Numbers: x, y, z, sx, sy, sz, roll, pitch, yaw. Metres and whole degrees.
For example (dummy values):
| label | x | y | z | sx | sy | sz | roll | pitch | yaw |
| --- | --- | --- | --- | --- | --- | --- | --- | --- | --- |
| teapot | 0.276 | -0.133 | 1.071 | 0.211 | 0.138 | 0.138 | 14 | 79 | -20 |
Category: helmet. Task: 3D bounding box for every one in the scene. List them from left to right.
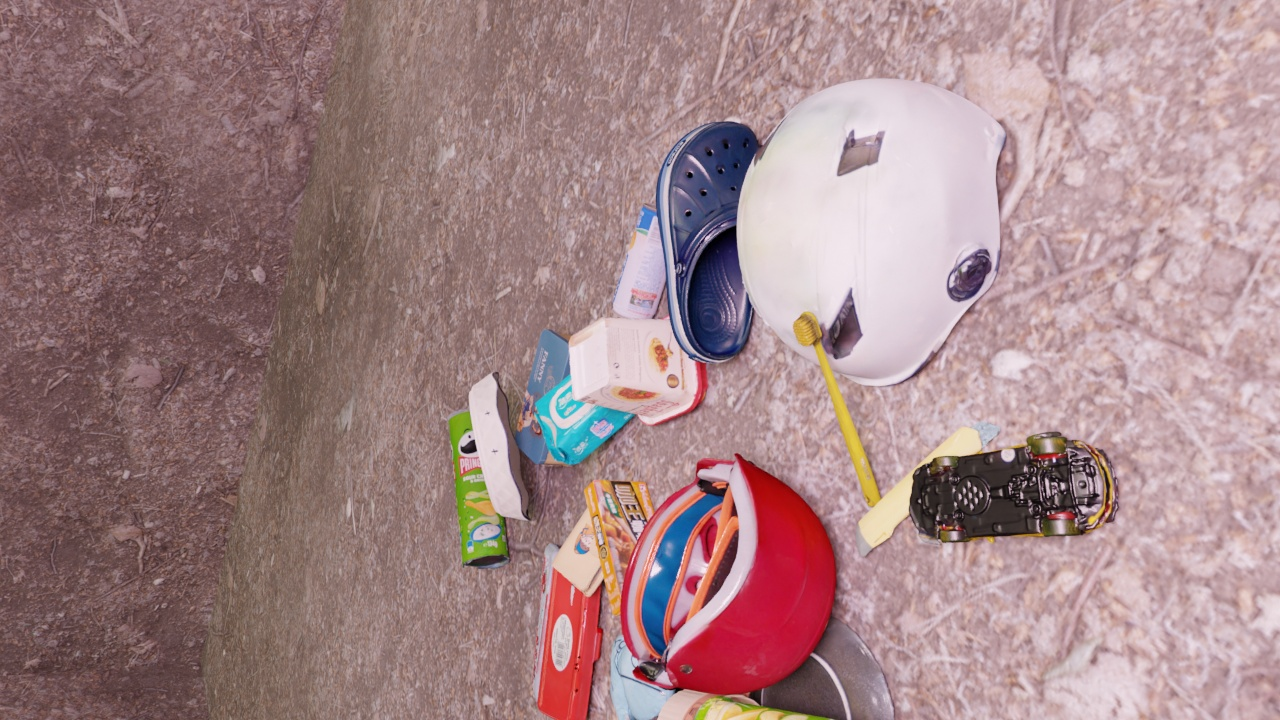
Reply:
| label | x | y | z | sx | sy | sz | roll | pitch | yaw |
| --- | --- | --- | --- | --- | --- | --- | --- | --- | --- |
| helmet | 0.084 | 0.204 | 0.829 | 0.241 | 0.144 | 0.206 | -36 | 32 | 66 |
| helmet | 0.166 | -0.112 | 0.763 | 0.229 | 0.145 | 0.259 | 27 | 107 | 55 |

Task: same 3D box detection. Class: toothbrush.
| label | x | y | z | sx | sy | sz | roll | pitch | yaw |
| --- | --- | --- | --- | --- | --- | --- | --- | --- | --- |
| toothbrush | 0.163 | 0.045 | 0.753 | 0.016 | 0.016 | 0.190 | 8 | 129 | 52 |

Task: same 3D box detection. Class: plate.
| label | x | y | z | sx | sy | sz | roll | pitch | yaw |
| --- | --- | --- | --- | --- | --- | --- | --- | --- | --- |
| plate | -0.192 | 0.120 | 1.250 | 0.205 | 0.045 | 0.205 | 167 | 91 | -85 |
| plate | 0.151 | 0.314 | 0.815 | 0.180 | 0.024 | 0.179 | -15 | 71 | 53 |

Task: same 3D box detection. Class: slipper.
| label | x | y | z | sx | sy | sz | roll | pitch | yaw |
| --- | --- | --- | --- | --- | --- | --- | --- | --- | --- |
| slipper | 0.078 | -0.124 | 0.928 | 0.095 | 0.105 | 0.252 | -1 | 86 | 63 |

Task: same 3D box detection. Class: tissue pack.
| label | x | y | z | sx | sy | sz | roll | pitch | yaw |
| --- | --- | --- | --- | --- | --- | --- | --- | --- | --- |
| tissue pack | -0.066 | 0.056 | 1.118 | 0.133 | 0.050 | 0.093 | -42 | 44 | 7 |

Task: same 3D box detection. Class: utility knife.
| label | x | y | z | sx | sy | sz | roll | pitch | yaw |
| --- | --- | --- | --- | --- | --- | --- | --- | --- | --- |
| utility knife | 0.227 | 0.103 | 0.747 | 0.167 | 0.018 | 0.031 | -57 | 46 | 35 |

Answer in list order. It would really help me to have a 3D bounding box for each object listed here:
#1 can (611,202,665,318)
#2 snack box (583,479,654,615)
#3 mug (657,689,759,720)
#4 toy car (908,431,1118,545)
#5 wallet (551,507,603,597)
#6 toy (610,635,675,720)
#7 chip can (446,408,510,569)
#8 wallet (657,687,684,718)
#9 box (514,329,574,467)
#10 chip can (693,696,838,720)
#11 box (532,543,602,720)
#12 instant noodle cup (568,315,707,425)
| label | x | y | z | sx | sy | sz | roll | pitch | yaw |
| --- | --- | --- | --- | --- | --- | --- | --- | --- | --- |
| can | 0.009 | -0.113 | 1.076 | 0.053 | 0.053 | 0.135 | 38 | 116 | 52 |
| snack box | -0.011 | 0.208 | 1.027 | 0.026 | 0.075 | 0.153 | -48 | 47 | 41 |
| mug | 0.072 | 0.339 | 0.864 | 0.114 | 0.081 | 0.106 | -69 | 11 | -19 |
| toy car | 0.265 | 0.096 | 0.670 | 0.156 | 0.041 | 0.071 | -21 | 67 | 51 |
| wallet | -0.052 | 0.217 | 1.100 | 0.087 | 0.024 | 0.115 | 28 | 82 | 47 |
| toy | 0.002 | 0.333 | 0.980 | 0.156 | 0.049 | 0.161 | -163 | 78 | -66 |
| chip can | -0.244 | 0.191 | 1.378 | 0.072 | 0.072 | 0.235 | -39 | 54 | 46 |
| wallet | 0.038 | 0.342 | 0.984 | 0.097 | 0.020 | 0.122 | -52 | 42 | 37 |
| box | -0.106 | 0.044 | 1.212 | 0.090 | 0.062 | 0.184 | 29 | 109 | 53 |
| chip can | 0.143 | 0.317 | 0.724 | 0.222 | 0.072 | 0.072 | -4 | 80 | 35 |
| box | -0.104 | 0.342 | 1.165 | 0.161 | 0.058 | 0.201 | 0 | 83 | 59 |
| instant noodle cup | -0.006 | 0.006 | 1.013 | 0.117 | 0.124 | 0.116 | -28 | 62 | 51 |
